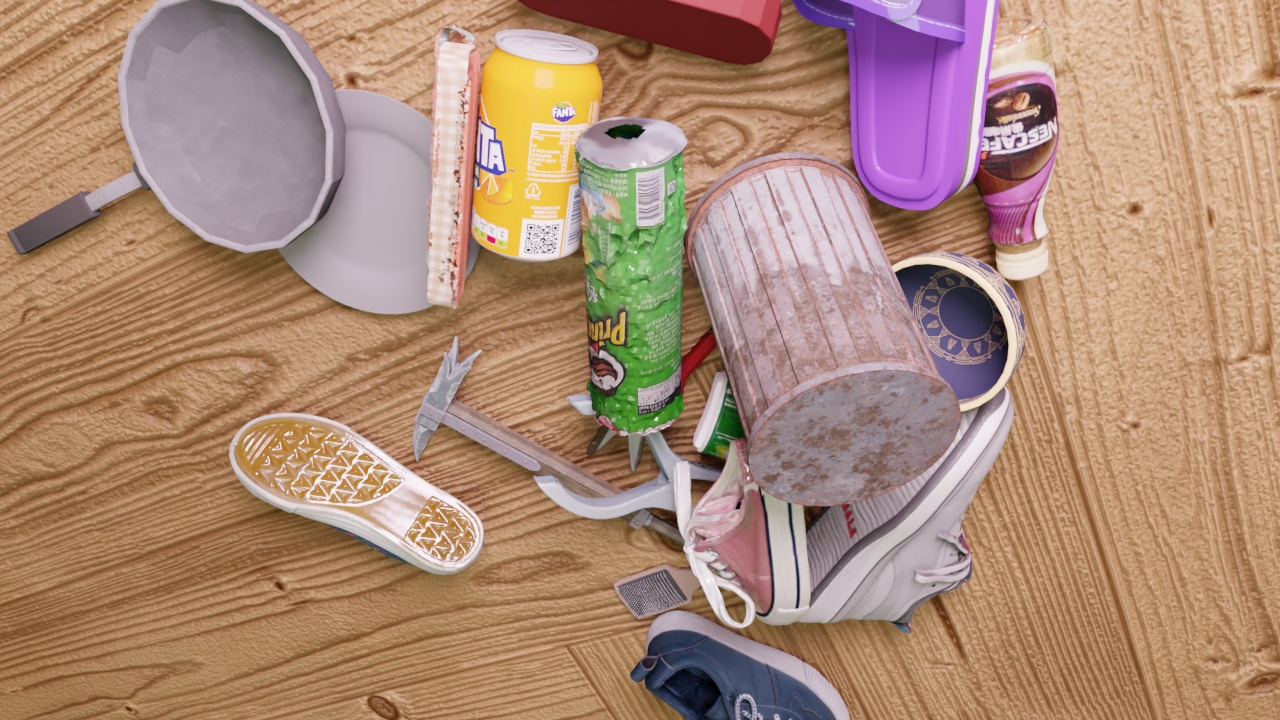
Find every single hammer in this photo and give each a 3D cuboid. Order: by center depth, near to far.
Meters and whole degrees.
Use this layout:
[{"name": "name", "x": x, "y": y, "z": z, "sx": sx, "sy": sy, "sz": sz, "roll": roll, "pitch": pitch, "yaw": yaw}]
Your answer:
[{"name": "hammer", "x": -0.048, "y": 0.111, "z": 0.795, "sx": 0.317, "sy": 0.028, "sz": 0.147, "roll": 30, "pitch": 130, "yaw": -7}]

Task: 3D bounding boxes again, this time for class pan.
[{"name": "pan", "x": -0.362, "y": -0.146, "z": 0.692, "sx": 0.358, "sy": 0.041, "sz": 0.178, "roll": -16, "pitch": 106, "yaw": 25}]

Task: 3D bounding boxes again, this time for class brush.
[{"name": "brush", "x": 0.002, "y": -0.232, "z": 0.566, "sx": 0.173, "sy": 0.082, "sz": 0.042, "roll": 15, "pitch": 91, "yaw": 0}, {"name": "brush", "x": 0.041, "y": 0.206, "z": 0.847, "sx": 0.136, "sy": 0.015, "sz": 0.050, "roll": -24, "pitch": 112, "yaw": 21}]

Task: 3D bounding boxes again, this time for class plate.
[{"name": "plate", "x": -0.206, "y": -0.118, "z": 0.702, "sx": 0.178, "sy": 0.012, "sz": 0.179, "roll": 4, "pitch": 120, "yaw": 7}]

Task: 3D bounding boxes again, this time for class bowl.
[{"name": "bowl", "x": 0.221, "y": -0.026, "z": 0.650, "sx": 0.112, "sy": 0.061, "sz": 0.113, "roll": 22, "pitch": 125, "yaw": 36}]

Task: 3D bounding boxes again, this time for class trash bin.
[{"name": "trash bin", "x": 0.106, "y": -0.029, "z": 0.587, "sx": 0.131, "sy": 0.210, "sz": 0.131, "roll": -5, "pitch": 137, "yaw": -5}]

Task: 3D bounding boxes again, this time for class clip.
[{"name": "clip", "x": 0.008, "y": 0.063, "z": 0.744, "sx": 0.171, "sy": 0.029, "sz": 0.141, "roll": 13, "pitch": 98, "yaw": -20}]

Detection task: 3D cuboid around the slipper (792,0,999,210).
[{"name": "slipper", "x": 0.137, "y": -0.205, "z": 0.528, "sx": 0.107, "sy": 0.083, "sz": 0.267, "roll": 28, "pitch": 139, "yaw": 47}]

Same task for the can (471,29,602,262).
[{"name": "can", "x": -0.071, "y": -0.144, "z": 0.626, "sx": 0.079, "sy": 0.079, "sz": 0.143, "roll": 12, "pitch": 121, "yaw": 2}]

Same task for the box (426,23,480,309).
[{"name": "box", "x": -0.131, "y": -0.131, "z": 0.634, "sx": 0.043, "sy": 0.083, "sz": 0.187, "roll": 7, "pitch": 119, "yaw": -7}]

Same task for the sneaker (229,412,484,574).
[{"name": "sneaker", "x": -0.250, "y": 0.122, "z": 0.824, "sx": 0.235, "sy": 0.087, "sz": 0.079, "roll": 27, "pitch": 155, "yaw": -3}]

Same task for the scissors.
[{"name": "scissors", "x": 0.008, "y": 0.003, "z": 0.736, "sx": 0.194, "sy": 0.015, "sz": 0.179, "roll": -22, "pitch": 116, "yaw": 21}]

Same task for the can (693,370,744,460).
[{"name": "can", "x": 0.108, "y": 0.056, "z": 0.720, "sx": 0.121, "sy": 0.067, "sz": 0.067, "roll": 18, "pitch": 121, "yaw": -2}]

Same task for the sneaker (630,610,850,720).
[{"name": "sneaker", "x": 0.099, "y": 0.323, "z": 0.863, "sx": 0.235, "sy": 0.087, "sz": 0.089, "roll": 30, "pitch": 120, "yaw": -8}]

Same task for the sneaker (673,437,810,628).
[{"name": "sneaker", "x": 0.076, "y": 0.139, "z": 0.701, "sx": 0.088, "sy": 0.118, "sz": 0.241, "roll": -12, "pitch": 140, "yaw": 0}]

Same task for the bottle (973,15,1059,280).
[{"name": "bottle", "x": 0.239, "y": -0.131, "z": 0.593, "sx": 0.060, "sy": 0.059, "sz": 0.166, "roll": -11, "pitch": 118, "yaw": 15}]

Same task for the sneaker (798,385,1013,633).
[{"name": "sneaker", "x": 0.230, "y": 0.129, "z": 0.735, "sx": 0.128, "sy": 0.096, "sz": 0.264, "roll": 20, "pitch": 121, "yaw": -16}]

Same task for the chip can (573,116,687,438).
[{"name": "chip can", "x": -0.005, "y": -0.054, "z": 0.637, "sx": 0.075, "sy": 0.075, "sz": 0.224, "roll": 4, "pitch": 127, "yaw": 7}]
